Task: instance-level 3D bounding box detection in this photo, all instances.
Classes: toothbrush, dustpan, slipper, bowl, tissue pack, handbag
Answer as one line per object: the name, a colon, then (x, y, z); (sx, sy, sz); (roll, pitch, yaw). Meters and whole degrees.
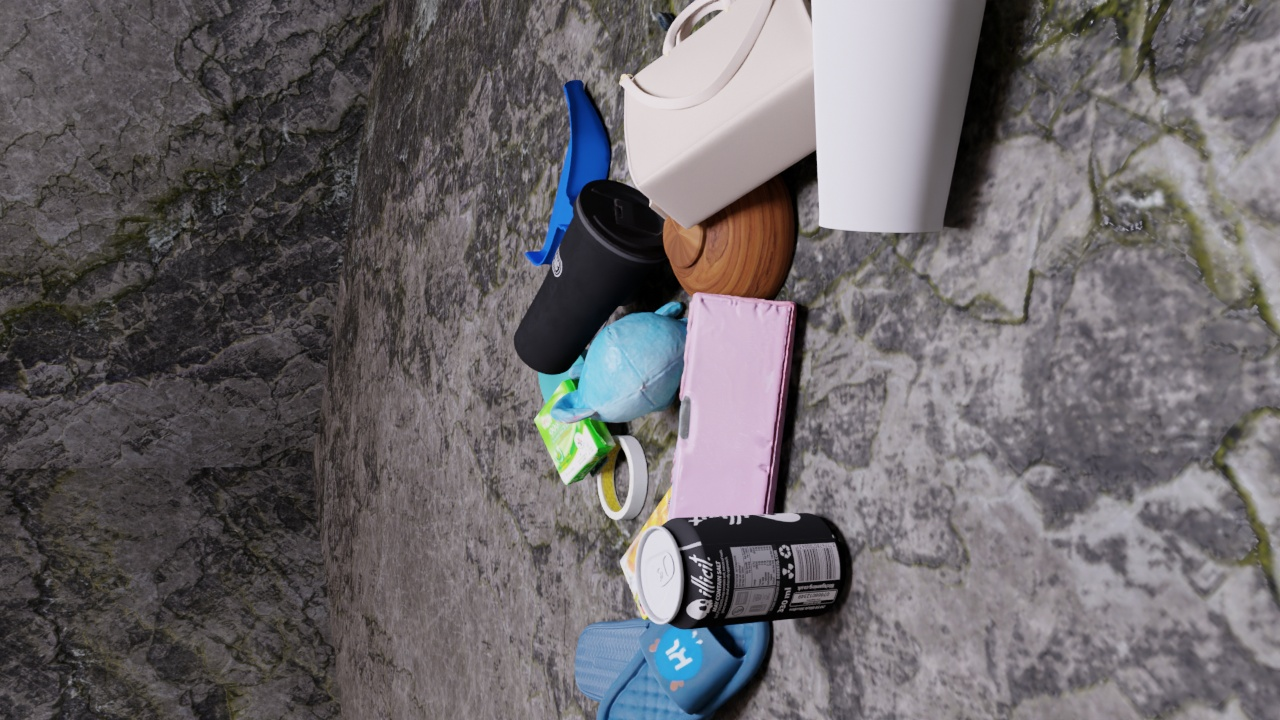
toothbrush: (0.048, -0.298, 0.937); (0.014, 0.017, 0.187); (-55, 42, 44)
dustpan: (-0.080, -0.194, 1.137); (0.257, 0.059, 0.246); (53, 134, 50)
slipper: (0.007, 0.307, 0.919); (0.214, 0.059, 0.103); (-8, 71, 51)
bowl: (0.062, -0.112, 0.813); (0.147, 0.068, 0.147); (7, 98, 59)
tissue pack: (-0.076, 0.083, 1.051); (0.099, 0.034, 0.114); (62, 142, 18)
handbag: (0.070, -0.238, 0.754); (0.195, 0.101, 0.197); (-30, 51, 26)
bowl: (-0.070, 0.025, 1.089); (0.121, 0.046, 0.121); (26, 124, 46)
slipper: (0.027, 0.275, 0.819); (0.214, 0.059, 0.103); (-50, 45, 16)

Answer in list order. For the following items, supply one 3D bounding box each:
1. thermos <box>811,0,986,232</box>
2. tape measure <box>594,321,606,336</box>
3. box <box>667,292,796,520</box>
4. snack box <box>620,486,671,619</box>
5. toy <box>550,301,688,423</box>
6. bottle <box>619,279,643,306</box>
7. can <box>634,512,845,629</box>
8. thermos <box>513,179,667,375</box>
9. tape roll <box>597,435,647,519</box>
thermos: (0.163, -0.198, 0.593); (0.131, 0.131, 0.222); (-153, 61, -61)
tape measure: (-0.058, -0.067, 1.123); (0.064, 0.016, 0.065); (-62, 36, 41)
box: (0.076, 0.060, 0.779); (0.098, 0.041, 0.233); (10, 97, 24)
snack box: (0.036, 0.170, 0.875); (0.153, 0.025, 0.075); (-58, 37, 25)
toy: (-0.005, 0.005, 0.918); (0.115, 0.183, 0.180); (55, -177, -13)
bottle: (-0.018, -0.117, 1.000); (0.060, 0.060, 0.109); (60, 139, 47)
can: (0.076, 0.157, 0.693); (0.080, 0.145, 0.080); (-11, 78, 63)
thermos: (-0.056, -0.078, 0.945); (0.219, 0.105, 0.105); (-53, 42, 39)
tape roll: (-0.021, 0.131, 1.029); (0.094, 0.019, 0.094); (-12, 76, 62)
